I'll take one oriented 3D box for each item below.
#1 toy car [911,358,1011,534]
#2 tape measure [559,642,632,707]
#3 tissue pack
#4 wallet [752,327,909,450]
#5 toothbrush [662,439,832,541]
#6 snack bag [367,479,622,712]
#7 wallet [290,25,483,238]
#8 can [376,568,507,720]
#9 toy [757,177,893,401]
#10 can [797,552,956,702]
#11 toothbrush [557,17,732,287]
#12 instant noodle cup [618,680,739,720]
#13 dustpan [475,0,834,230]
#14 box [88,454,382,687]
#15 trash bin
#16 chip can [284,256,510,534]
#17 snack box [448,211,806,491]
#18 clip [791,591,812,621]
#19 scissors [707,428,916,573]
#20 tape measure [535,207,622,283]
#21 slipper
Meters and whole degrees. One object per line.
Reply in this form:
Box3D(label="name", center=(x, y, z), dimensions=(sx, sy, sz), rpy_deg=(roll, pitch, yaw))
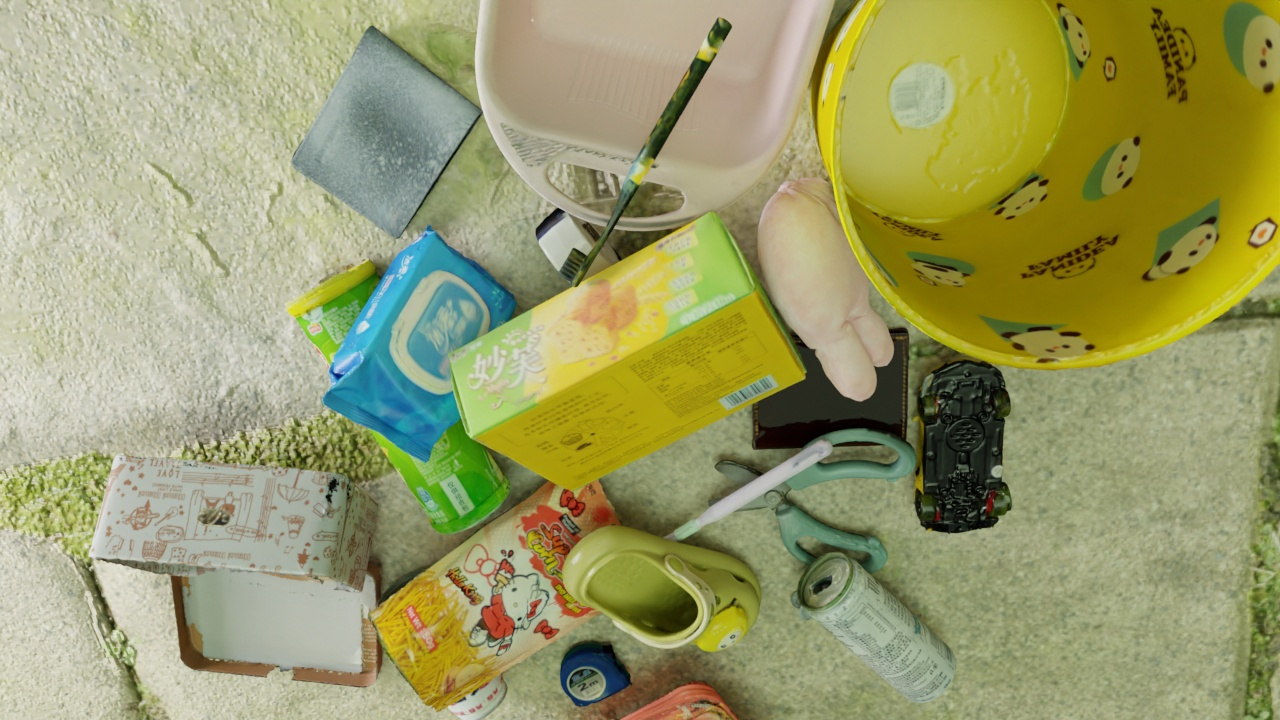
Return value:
Box3D(label="toy car", center=(0.251, 0.068, 0.720), dimensions=(0.071, 0.041, 0.156), rpy_deg=(-5, 111, 4))
Box3D(label="tape measure", center=(-0.044, 0.278, 0.817), dimensions=(0.058, 0.025, 0.054), rpy_deg=(-29, 105, 8))
Box3D(label="tissue pack", center=(-0.153, -0.013, 0.654), dimensions=(0.052, 0.156, 0.095), rpy_deg=(-10, 137, 47))
Box3D(label="wallet", center=(0.148, 0.024, 0.721), dimensions=(0.122, 0.020, 0.096), rpy_deg=(-2, 106, 4))
Box3D(label="toothbrush", center=(0.074, 0.113, 0.737), dimensions=(0.190, 0.021, 0.029), rpy_deg=(-34, 101, 24))
Box3D(label="snack bag", center=(-0.103, 0.187, 0.744), dimensions=(0.207, 0.073, 0.128), rpy_deg=(-31, 107, -13))
Box3D(label="wallet", center=(-0.186, -0.162, 0.666), dimensions=(0.097, 0.019, 0.121), rpy_deg=(36, 109, -9))
Box3D(label="can", center=(-0.170, 0.248, 0.796), dimensions=(0.053, 0.053, 0.133), rpy_deg=(-26, 107, 11))
Box3D(label="toy", center=(0.131, -0.051, 0.643), dimensions=(0.054, 0.121, 0.159), rpy_deg=(-15, 109, 39))
Box3D(label="can", center=(0.197, 0.222, 0.761), dimensions=(0.058, 0.058, 0.146), rpy_deg=(-42, 111, 15))
Box3D(label="toothbrush", center=(0.001, -0.126, 0.565), dimensions=(0.017, 0.012, 0.186), rpy_deg=(33, 104, 3))
Box3D(label="instant noodle cup", center=(0.038, 0.367, 0.818), dimensions=(0.165, 0.079, 0.189), rpy_deg=(-32, 107, 12))
Box3D(label="dustpan", center=(0.014, -0.224, 0.547), dimensions=(0.222, 0.138, 0.274), rpy_deg=(11, 134, 0))
Box3D(label="box", center=(-0.311, 0.172, 0.755), dimensions=(0.179, 0.124, 0.275), rpy_deg=(6, 137, 0))
Box3D(label="trash bin", center=(0.206, -0.145, 0.530), dimensions=(0.229, 0.254, 0.230), rpy_deg=(1, 110, 2))
Box3D(label="chip can", center=(-0.181, 0.032, 0.708), dimensions=(0.073, 0.072, 0.221), rpy_deg=(-25, 107, 11))
Box3D(label="snack box", center=(-0.004, 0.004, 0.647), dimensions=(0.210, 0.070, 0.157), rpy_deg=(-27, 151, 11))
Box3D(label="clip", center=(0.159, 0.205, 0.788), dimensions=(0.057, 0.029, 0.025), rpy_deg=(-20, 111, -1))
Box3D(label="scissors", center=(0.149, 0.102, 0.738), dimensions=(0.172, 0.019, 0.180), rpy_deg=(30, 120, -8))
Box3D(label="tape measure", center=(-0.044, -0.080, 0.664), dimensions=(0.034, 0.066, 0.066), rpy_deg=(-39, 104, 13))
Box3D(label="slipper", center=(0.023, 0.197, 0.734), dimensions=(0.190, 0.081, 0.092), rpy_deg=(28, 111, -31))
